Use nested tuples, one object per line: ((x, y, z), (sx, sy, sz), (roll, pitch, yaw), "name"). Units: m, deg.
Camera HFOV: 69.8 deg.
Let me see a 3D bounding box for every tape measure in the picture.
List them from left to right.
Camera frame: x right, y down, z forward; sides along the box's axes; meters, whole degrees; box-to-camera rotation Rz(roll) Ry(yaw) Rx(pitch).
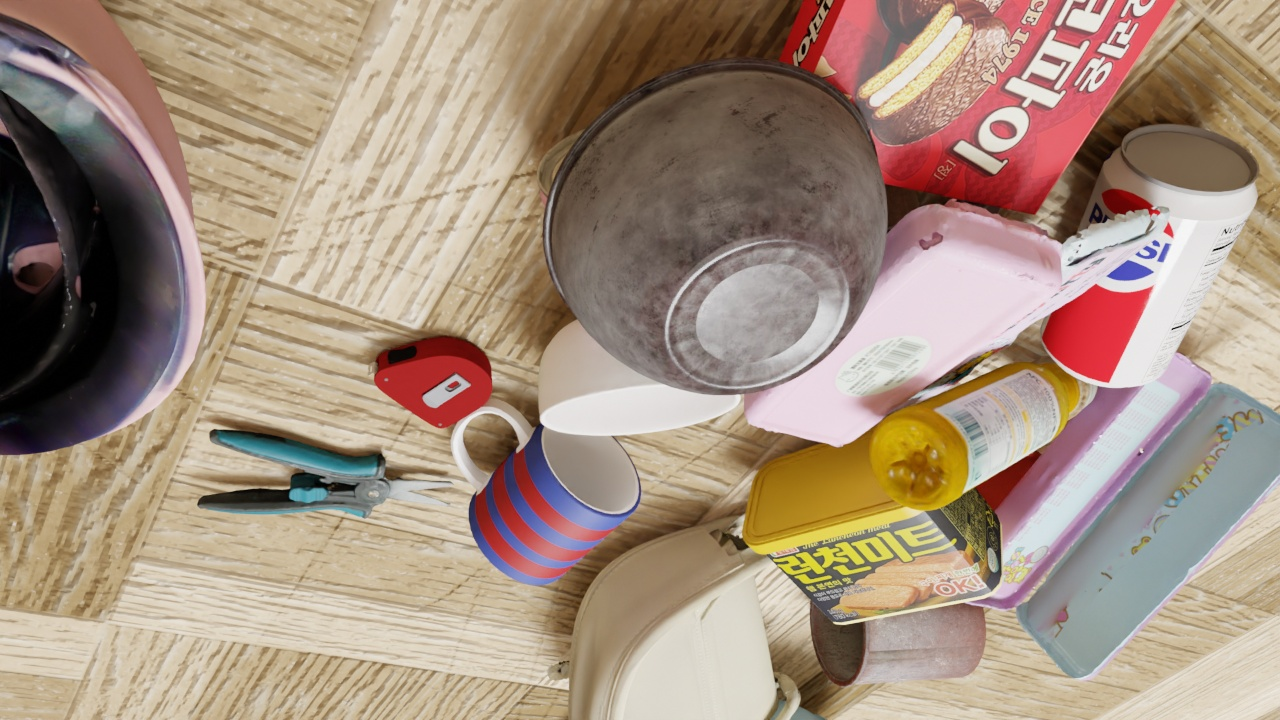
((-0.111, 0.010, 0.505), (0.051, 0.019, 0.059), (-31, 132, 18), "tape measure")

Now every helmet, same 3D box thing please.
((-0.273, -0.071, 0.299), (0.255, 0.152, 0.231), (16, 126, -27), "helmet")
((0.092, 0.390, 0.785), (0.225, 0.167, 0.266), (-36, 177, -17), "helmet")

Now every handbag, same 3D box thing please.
((0.023, 0.220, 0.692), (0.183, 0.132, 0.229), (-22, 127, -16), "handbag")

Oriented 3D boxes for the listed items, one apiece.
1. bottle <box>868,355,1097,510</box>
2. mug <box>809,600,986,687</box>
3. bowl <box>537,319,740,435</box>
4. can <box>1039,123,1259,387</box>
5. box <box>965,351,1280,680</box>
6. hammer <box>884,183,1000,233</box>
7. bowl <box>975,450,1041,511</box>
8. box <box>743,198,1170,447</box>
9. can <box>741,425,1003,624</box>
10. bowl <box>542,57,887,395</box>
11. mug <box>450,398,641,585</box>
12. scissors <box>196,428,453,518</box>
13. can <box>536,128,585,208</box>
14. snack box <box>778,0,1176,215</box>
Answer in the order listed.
((0.203, 0.033, 0.523), (0.185, 0.053, 0.053), (-16, 144, -41), "bottle")
((0.194, 0.207, 0.728), (0.110, 0.096, 0.123), (7, 168, -14), "mug")
((-0.003, 0.003, 0.484), (0.105, 0.054, 0.105), (-7, 165, -2), "bowl")
((0.268, -0.052, 0.491), (0.070, 0.070, 0.132), (-7, 135, -5), "can")
((0.306, 0.102, 0.587), (0.089, 0.092, 0.214), (19, 112, -36), "box")
((0.086, -0.153, 0.392), (0.119, 0.030, 0.331), (-22, 131, 8), "hammer")
((0.227, 0.091, 0.647), (0.122, 0.035, 0.122), (-6, 135, -6), "bowl")
((0.153, -0.010, 0.474), (0.155, 0.058, 0.202), (1, 154, -18), "box")
((0.149, 0.106, 0.584), (0.131, 0.072, 0.101), (-24, 121, 36), "can")
((0.038, -0.037, 0.365), (0.145, 0.067, 0.145), (-8, 133, -9), "bowl")
((-0.066, 0.072, 0.548), (0.112, 0.074, 0.076), (39, 119, -10), "mug")
((-0.193, 0.071, 0.549), (0.150, 0.019, 0.121), (-19, 132, -1), "scissors")
((-0.007, -0.061, 0.426), (0.067, 0.067, 0.076), (-13, 134, 1), "can")
((0.138, -0.143, 0.367), (0.132, 0.035, 0.152), (7, 130, -18), "snack box")
